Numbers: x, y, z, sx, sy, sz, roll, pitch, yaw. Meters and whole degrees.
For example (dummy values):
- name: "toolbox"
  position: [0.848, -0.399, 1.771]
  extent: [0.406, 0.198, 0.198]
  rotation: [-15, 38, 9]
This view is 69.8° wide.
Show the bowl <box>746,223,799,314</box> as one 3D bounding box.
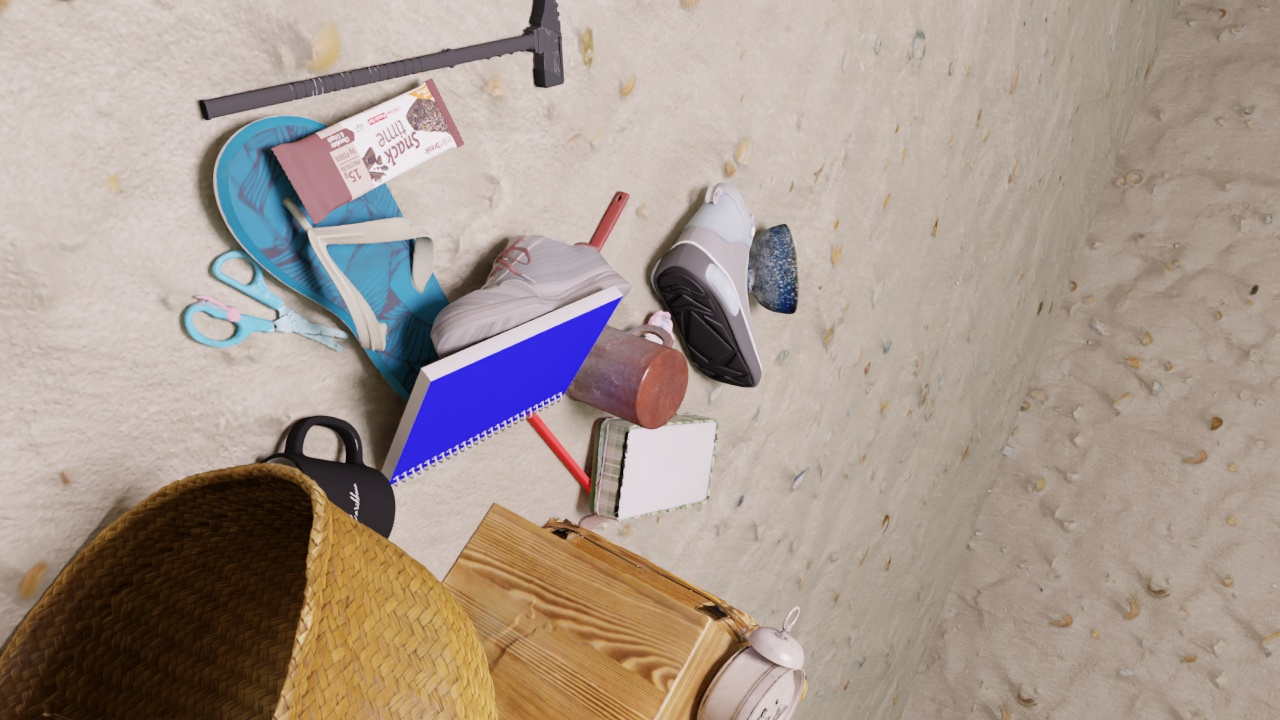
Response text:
- name: "bowl"
  position: [0.159, -0.112, 1.159]
  extent: [0.114, 0.061, 0.114]
  rotation: [58, 25, -90]

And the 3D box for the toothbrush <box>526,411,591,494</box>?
- name: "toothbrush"
  position: [-0.077, 0.105, 1.002]
  extent: [0.017, 0.012, 0.212]
  rotation: [-65, 146, -27]

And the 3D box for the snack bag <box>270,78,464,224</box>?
- name: "snack bag"
  position: [-0.190, -0.155, 0.663]
  extent: [0.157, 0.013, 0.057]
  rotation: [-44, 118, -44]

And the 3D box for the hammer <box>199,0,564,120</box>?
- name: "hammer"
  position: [-0.178, -0.230, 0.696]
  extent: [0.323, 0.015, 0.095]
  rotation: [-31, 130, -41]

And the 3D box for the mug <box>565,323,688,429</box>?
- name: "mug"
  position: [-0.006, 0.006, 0.968]
  extent: [0.122, 0.110, 0.096]
  rotation: [-48, 145, -28]

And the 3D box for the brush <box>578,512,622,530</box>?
- name: "brush"
  position: [-0.024, 0.179, 1.108]
  extent: [0.135, 0.015, 0.050]
  rotation: [-22, 123, -47]

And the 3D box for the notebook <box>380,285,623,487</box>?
- name: "notebook"
  position: [-0.123, 0.023, 0.810]
  extent: [0.208, 0.022, 0.172]
  rotation: [-28, 161, -41]

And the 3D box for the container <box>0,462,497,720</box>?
- name: "container"
  position: [-0.244, 0.237, 0.556]
  extent: [0.306, 0.307, 0.196]
  rotation: [-56, 133, -19]

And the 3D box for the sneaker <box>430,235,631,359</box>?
- name: "sneaker"
  position: [-0.108, -0.062, 0.812]
  extent: [0.099, 0.089, 0.235]
  rotation: [-48, 164, 33]

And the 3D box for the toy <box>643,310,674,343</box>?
- name: "toy"
  position: [0.013, 0.003, 1.051]
  extent: [0.079, 0.038, 0.122]
  rotation: [10, 96, -48]

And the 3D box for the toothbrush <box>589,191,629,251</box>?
- name: "toothbrush"
  position: [-0.057, -0.087, 0.929]
  extent: [0.189, 0.016, 0.016]
  rotation: [-63, 149, -10]

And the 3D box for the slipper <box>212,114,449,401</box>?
- name: "slipper"
  position: [-0.200, -0.066, 0.705]
  extent: [0.118, 0.060, 0.295]
  rotation: [-60, 145, -26]

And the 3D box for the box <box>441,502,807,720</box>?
- name: "box"
  position: [-0.025, 0.327, 0.957]
  extent: [0.285, 0.279, 0.336]
  rotation: [-59, 142, -15]

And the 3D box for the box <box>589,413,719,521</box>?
- name: "box"
  position: [0.019, 0.124, 1.096]
  extent: [0.205, 0.051, 0.118]
  rotation: [-1, 100, -54]

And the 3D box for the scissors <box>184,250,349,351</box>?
- name: "scissors"
  position: [-0.266, -0.040, 0.680]
  extent: [0.141, 0.015, 0.076]
  rotation: [15, 92, -61]

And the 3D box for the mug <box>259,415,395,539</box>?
- name: "mug"
  position: [-0.250, 0.100, 0.720]
  extent: [0.088, 0.078, 0.113]
  rotation: [23, 62, -55]

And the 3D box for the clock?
- name: "clock"
  position: [0.102, 0.285, 0.817]
  extent: [0.103, 0.061, 0.157]
  rotation: [12, 104, -55]

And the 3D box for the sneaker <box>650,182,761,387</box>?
- name: "sneaker"
  position: [0.108, -0.087, 1.102]
  extent: [0.160, 0.093, 0.257]
  rotation: [-64, 147, -22]
